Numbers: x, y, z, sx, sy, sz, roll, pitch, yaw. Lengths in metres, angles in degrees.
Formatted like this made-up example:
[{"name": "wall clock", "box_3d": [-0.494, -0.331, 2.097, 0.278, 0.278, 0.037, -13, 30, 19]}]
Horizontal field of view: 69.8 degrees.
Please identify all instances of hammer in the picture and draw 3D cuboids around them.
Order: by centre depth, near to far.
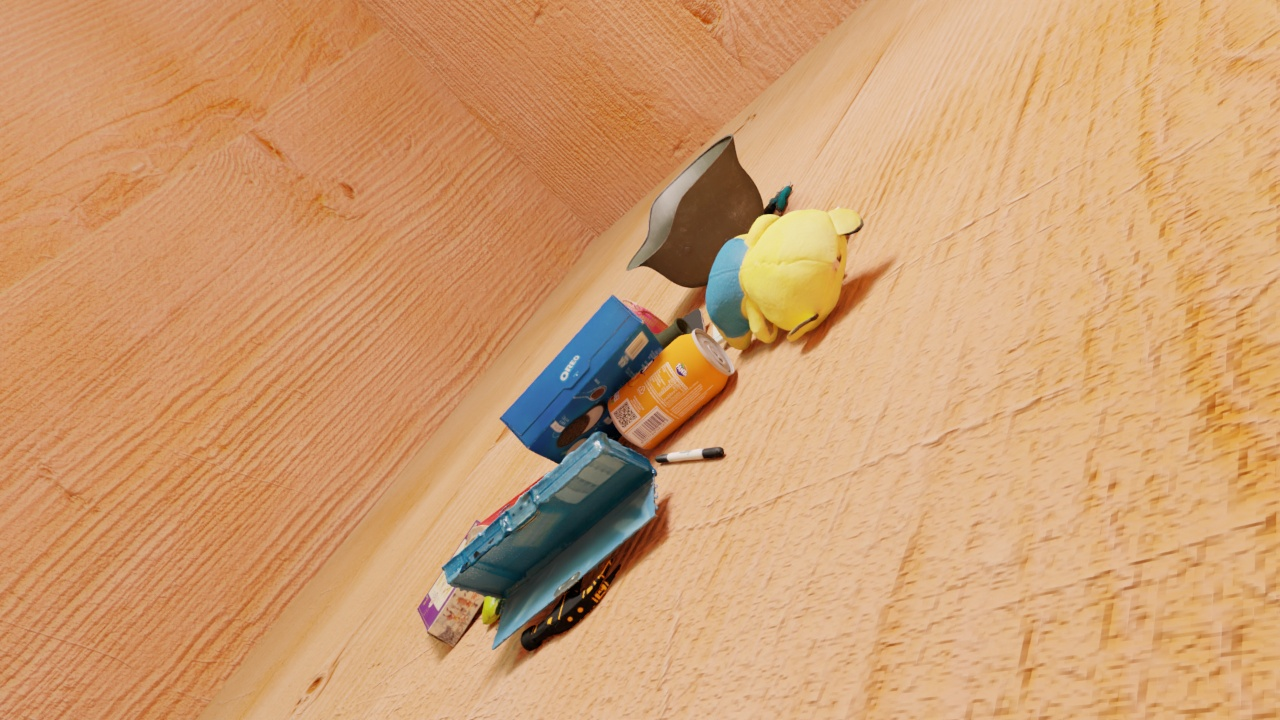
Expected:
[{"name": "hammer", "box_3d": [-0.054, 0.180, 1.011, 0.123, 0.036, 0.319, -41, 15, 22]}]

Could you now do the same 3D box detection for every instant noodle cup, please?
[{"name": "instant noodle cup", "box_3d": [-0.018, -0.025, 1.443, 0.108, 0.097, 0.098, -56, 13, -7]}]

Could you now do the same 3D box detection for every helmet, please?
[{"name": "helmet", "box_3d": [0.100, -0.211, 1.475, 0.268, 0.154, 0.227, -46, 13, -1]}]

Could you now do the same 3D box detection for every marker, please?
[{"name": "marker", "box_3d": [0.050, 0.100, 0.962, 0.011, 0.011, 0.152, -51, 12, -22]}]

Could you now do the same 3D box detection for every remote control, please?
[{"name": "remote control", "box_3d": [0.038, -0.025, 1.351, 0.147, 0.008, 0.045, -33, 50, 34]}]

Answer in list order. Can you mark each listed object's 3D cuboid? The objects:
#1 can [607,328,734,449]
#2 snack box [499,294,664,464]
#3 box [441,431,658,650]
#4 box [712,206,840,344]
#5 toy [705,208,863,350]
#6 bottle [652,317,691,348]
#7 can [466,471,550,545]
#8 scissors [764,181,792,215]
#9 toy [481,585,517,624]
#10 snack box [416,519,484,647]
[{"name": "can", "box_3d": [0.034, 0.034, 1.066, 0.143, 0.079, 0.079, -42, 12, 20]}, {"name": "snack box", "box_3d": [-0.053, 0.041, 1.138, 0.195, 0.056, 0.239, -48, -19, -2]}, {"name": "box", "box_3d": [-0.082, 0.187, 0.911, 0.232, 0.094, 0.102, -41, 45, 15]}, {"name": "box", "box_3d": [0.169, -0.109, 1.151, 0.198, 0.049, 0.136, -34, 24, 40]}, {"name": "toy", "box_3d": [0.145, -0.090, 1.006, 0.214, 0.084, 0.149, -2, 83, 64]}, {"name": "bottle", "box_3d": [-0.008, 0.008, 1.325, 0.207, 0.071, 0.071, -39, 14, 33]}, {"name": "can", "box_3d": [-0.129, 0.187, 1.070, 0.067, 0.067, 0.169, -38, -2, 36]}, {"name": "scissors", "box_3d": [0.230, -0.266, 1.544, 0.128, 0.019, 0.153, -46, 10, -5]}, {"name": "toy", "box_3d": [-0.154, 0.262, 1.078, 0.094, 0.036, 0.094, -44, 18, 26]}, {"name": "snack box", "box_3d": [-0.229, 0.286, 1.199, 0.147, 0.040, 0.144, -57, 14, -13]}]
